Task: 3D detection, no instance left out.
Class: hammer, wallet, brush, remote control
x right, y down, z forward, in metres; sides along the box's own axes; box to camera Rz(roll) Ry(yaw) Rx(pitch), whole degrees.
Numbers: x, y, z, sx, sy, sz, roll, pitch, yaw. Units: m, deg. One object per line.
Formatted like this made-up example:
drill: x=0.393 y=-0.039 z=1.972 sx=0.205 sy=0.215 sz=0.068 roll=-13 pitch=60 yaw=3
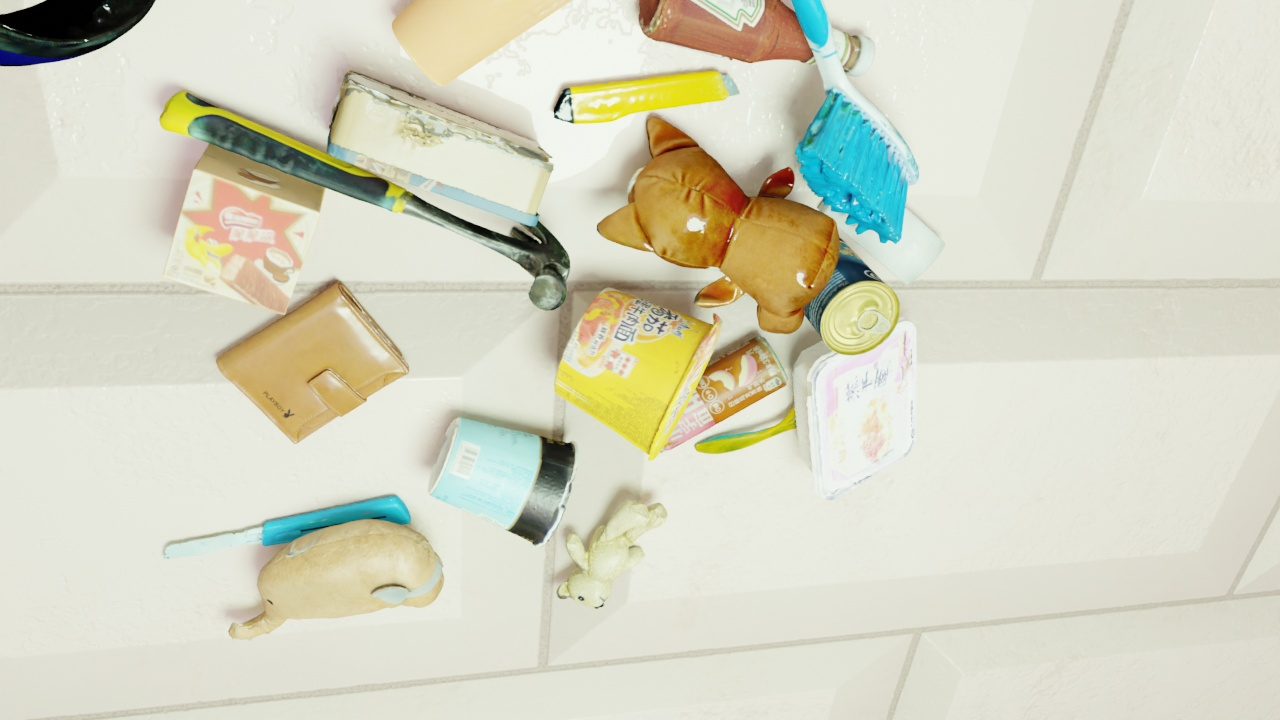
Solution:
hammer: x=-0.207 y=-0.133 z=0.729 sx=0.323 sy=0.126 sz=0.032 roll=22 pitch=114 yaw=-14
wallet: x=-0.290 y=0.004 z=0.820 sx=0.132 sy=0.031 sz=0.108 roll=-30 pitch=121 yaw=5
brush: x=0.152 y=-0.213 z=0.742 sx=0.314 sy=0.060 sz=0.109 roll=33 pitch=83 yaw=-44
remote control: x=0.234 y=-0.128 z=0.885 sx=0.135 sy=0.019 sz=0.056 roll=32 pitch=107 yaw=-27

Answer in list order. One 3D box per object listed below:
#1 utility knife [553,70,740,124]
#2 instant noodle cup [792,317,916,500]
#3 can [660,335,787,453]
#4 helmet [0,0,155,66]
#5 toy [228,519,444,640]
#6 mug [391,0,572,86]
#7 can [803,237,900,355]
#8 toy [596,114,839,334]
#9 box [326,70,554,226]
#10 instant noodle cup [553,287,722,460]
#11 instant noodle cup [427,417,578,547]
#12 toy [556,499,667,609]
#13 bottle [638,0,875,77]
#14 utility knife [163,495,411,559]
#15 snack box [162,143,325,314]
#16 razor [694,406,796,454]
utility knife: x=0.006 y=-0.222 z=0.774 sx=0.163 sy=0.015 sz=0.033 roll=-10 pitch=126 yaw=-10
instant noodle cup: x=0.213 y=0.043 z=0.941 sx=0.137 sy=0.060 sz=0.174 roll=-25 pitch=123 yaw=-21
can: x=0.071 y=0.034 z=0.914 sx=0.147 sy=0.058 sz=0.058 roll=-30 pitch=122 yaw=3
helmet: x=-0.413 y=-0.311 z=0.478 sx=0.241 sy=0.246 sz=0.316 roll=6 pitch=120 yaw=32
toy: x=-0.309 y=0.219 z=0.905 sx=0.226 sy=0.082 sz=0.143 roll=-13 pitch=134 yaw=4
mug: x=-0.121 y=-0.266 z=0.685 sx=0.123 sy=0.078 sz=0.078 roll=-34 pitch=122 yaw=12
can: x=0.182 y=-0.064 z=0.856 sx=0.075 sy=0.111 sz=0.075 roll=-7 pitch=123 yaw=-11
toy: x=0.070 y=-0.114 z=0.794 sx=0.199 sy=0.131 sz=0.140 roll=24 pitch=73 yaw=-11
box: x=-0.150 y=-0.164 z=0.724 sx=0.184 sy=0.089 sz=0.061 roll=19 pitch=106 yaw=-22
instant noodle cup: x=-0.005 y=0.005 z=0.826 sx=0.110 sy=0.137 sz=0.138 roll=27 pitch=113 yaw=8
instant noodle cup: x=-0.136 y=0.110 z=0.885 sx=0.120 sy=0.111 sz=0.111 roll=21 pitch=112 yaw=-16
toy: x=-0.028 y=0.206 z=0.983 sx=0.105 sy=0.066 sz=0.158 roll=12 pitch=125 yaw=-40
bottle: x=0.100 y=-0.270 z=0.748 sx=0.205 sy=0.059 sz=0.060 roll=6 pitch=118 yaw=-24
utility knife: x=-0.349 y=0.169 z=0.907 sx=0.236 sy=0.018 sz=0.034 roll=-10 pitch=123 yaw=-8
snack box: x=-0.310 y=-0.104 z=0.723 sx=0.092 sy=0.077 sz=0.094 roll=19 pitch=112 yaw=-23
razor: x=0.122 y=0.075 z=0.972 sx=0.132 sy=0.028 sz=0.043 roll=-18 pitch=126 yaw=-2
